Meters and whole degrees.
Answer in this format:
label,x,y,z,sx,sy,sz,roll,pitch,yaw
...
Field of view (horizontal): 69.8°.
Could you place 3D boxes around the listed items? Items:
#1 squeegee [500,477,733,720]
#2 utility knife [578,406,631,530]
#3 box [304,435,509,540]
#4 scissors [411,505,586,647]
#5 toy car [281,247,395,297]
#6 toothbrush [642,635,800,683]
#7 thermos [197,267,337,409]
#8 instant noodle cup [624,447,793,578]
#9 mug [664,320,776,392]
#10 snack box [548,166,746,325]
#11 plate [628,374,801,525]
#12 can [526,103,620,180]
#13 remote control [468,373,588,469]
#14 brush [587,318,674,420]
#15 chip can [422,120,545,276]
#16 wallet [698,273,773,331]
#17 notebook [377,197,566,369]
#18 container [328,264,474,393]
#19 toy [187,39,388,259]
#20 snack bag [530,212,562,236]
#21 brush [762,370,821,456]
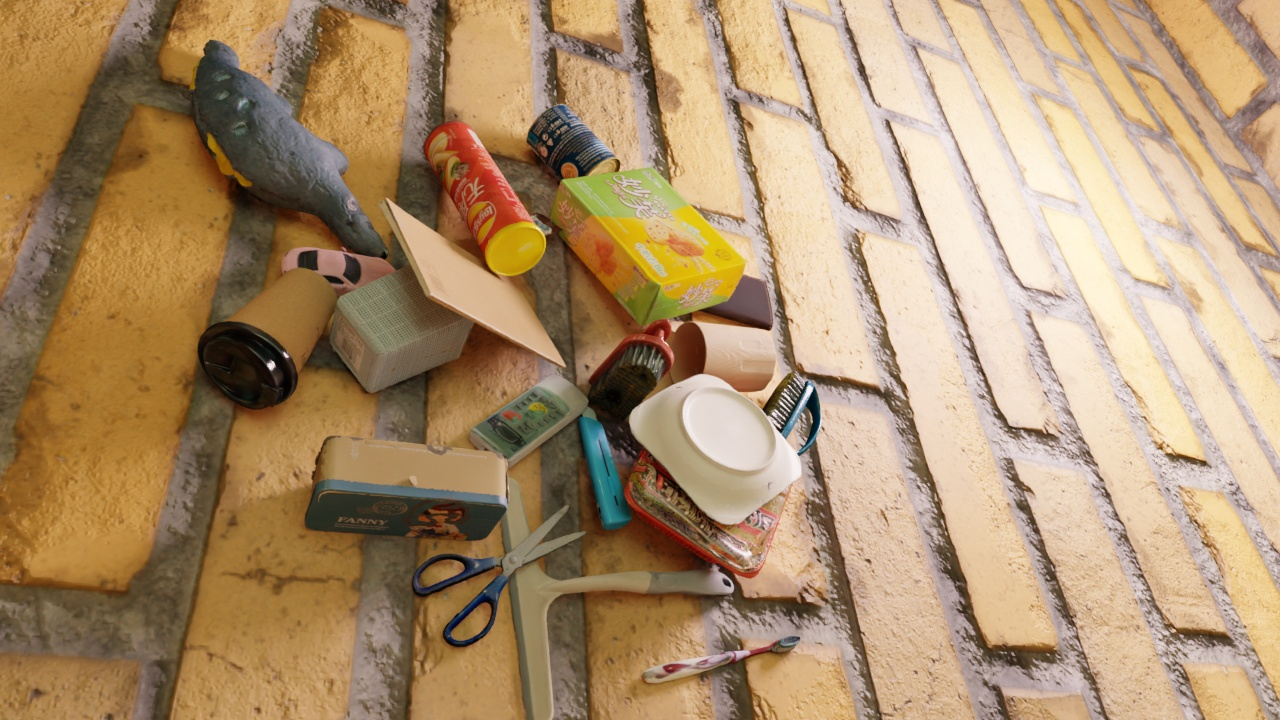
label,x,y,z,sx,sy,sz,roll,pitch,yaw
squeegee,-0.006,0.220,0.897,0.246,0.039,0.246,5,53,-27
utility knife,-0.042,0.108,0.968,0.034,0.018,0.166,8,41,-27
box,-0.215,0.117,0.826,0.184,0.090,0.059,6,54,-23
scissors,-0.123,0.198,0.845,0.169,0.012,0.146,3,60,-14
toy car,-0.315,-0.092,0.971,0.122,0.037,0.056,5,55,-27
toothbrush,0.084,0.293,0.905,0.187,0.017,0.016,-1,55,-31
thermos,-0.346,-0.025,0.868,0.093,0.093,0.143,28,38,-7
instant noodle cup,0.070,0.133,0.981,0.164,0.079,0.188,34,46,-2
mug,0.090,-0.012,1.117,0.103,0.084,0.124,3,27,-29
snack box,0.007,-0.150,1.155,0.157,0.070,0.210,-18,57,-39
plate,0.086,0.079,0.958,0.163,0.034,0.163,46,45,17
can,-0.090,-0.277,1.217,0.111,0.076,0.075,48,47,12
remote control,-0.115,0.061,0.967,0.056,0.019,0.134,36,45,18
brush,-0.006,0.006,0.991,0.063,0.146,0.069,28,60,-8
chip can,-0.186,-0.194,1.074,0.073,0.073,0.216,-8,50,-34
wallet,0.118,-0.090,1.228,0.122,0.020,0.096,16,44,-17
notebook,-0.171,-0.075,0.956,0.211,0.012,0.149,32,20,-52
container,-0.245,-0.034,0.929,0.111,0.090,0.090,-30,73,-39
toy,-0.409,-0.240,1.007,0.356,0.091,0.137,48,19,10
snack bag,-0.147,-0.155,1.122,0.045,0.026,0.105,38,44,25
brush,0.180,0.075,1.105,0.073,0.055,0.143,36,45,1
